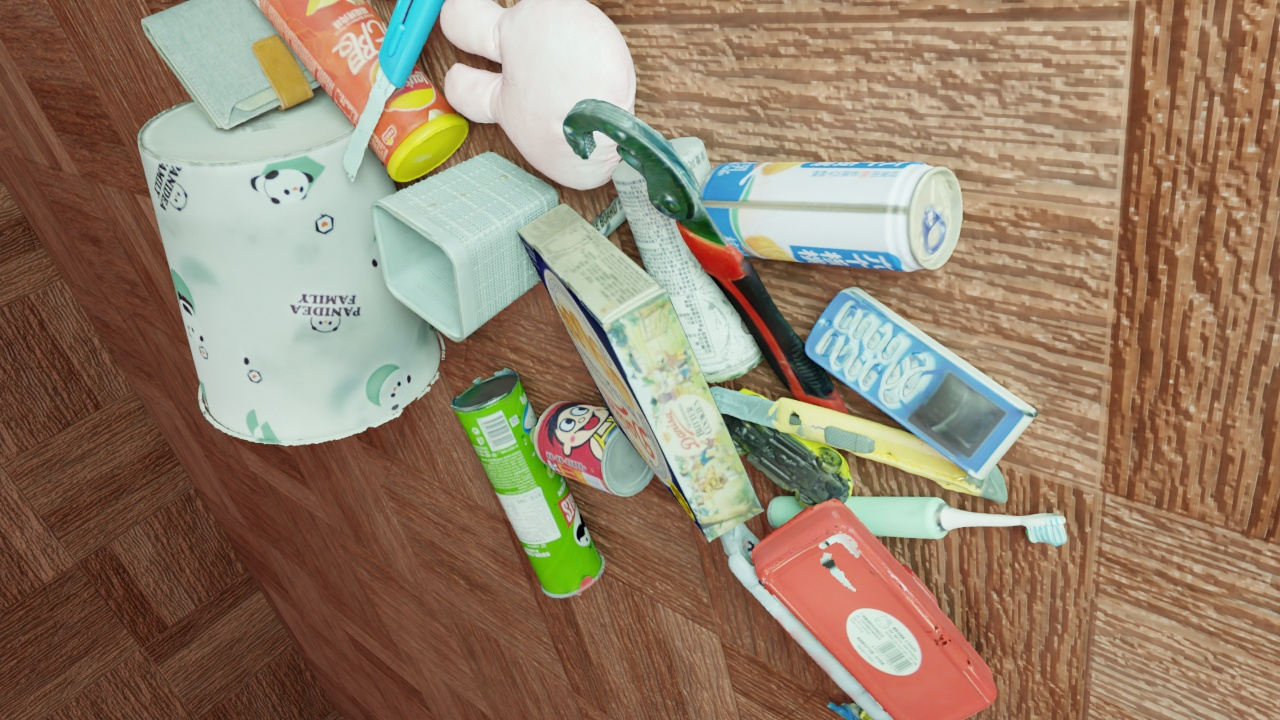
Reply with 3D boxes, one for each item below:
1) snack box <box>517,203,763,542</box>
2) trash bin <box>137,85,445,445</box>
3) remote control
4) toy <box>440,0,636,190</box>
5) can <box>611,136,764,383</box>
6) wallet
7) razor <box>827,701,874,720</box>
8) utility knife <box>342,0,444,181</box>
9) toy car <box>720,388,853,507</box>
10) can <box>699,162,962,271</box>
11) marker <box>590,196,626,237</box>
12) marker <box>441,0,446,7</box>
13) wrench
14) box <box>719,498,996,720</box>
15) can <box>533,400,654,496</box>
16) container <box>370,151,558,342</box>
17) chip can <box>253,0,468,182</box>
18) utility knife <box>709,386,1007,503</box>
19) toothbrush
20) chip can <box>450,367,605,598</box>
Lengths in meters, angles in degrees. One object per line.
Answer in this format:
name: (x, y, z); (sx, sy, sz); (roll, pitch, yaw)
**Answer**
snack box: (-0.004, 0.004, 0.608); (0.178, 0.045, 0.182); (47, 164, 57)
trash bin: (-0.307, -0.094, 0.813); (0.230, 0.228, 0.252); (26, 133, 34)
remote control: (0.154, 0.010, 0.514); (0.125, 0.024, 0.049); (39, 119, 17)
toy: (-0.066, -0.177, 0.581); (0.159, 0.054, 0.121); (31, 135, 25)
can: (0.032, -0.061, 0.571); (0.058, 0.058, 0.147); (8, 128, 47)
wallet: (-0.303, -0.249, 0.728); (0.106, 0.129, 0.037); (55, 152, -6)
razor: (0.216, 0.285, 0.717); (0.042, 0.022, 0.143); (39, 153, -32)
utility knife: (-0.161, -0.214, 0.622); (0.034, 0.018, 0.235); (45, 126, 10)
toy car: (0.101, 0.060, 0.627); (0.105, 0.032, 0.048); (38, 138, 18)
can: (0.095, -0.078, 0.483); (0.135, 0.053, 0.053); (12, 131, 44)
marker: (-0.024, -0.096, 0.642); (0.017, 0.016, 0.146); (53, 147, -3)
marker: (-0.150, -0.253, 0.642); (0.124, 0.018, 0.015); (25, 134, 36)
wrench: (0.052, -0.043, 0.522); (0.056, 0.016, 0.273); (4, 146, 48)
box: (0.147, 0.170, 0.648); (0.110, 0.100, 0.201); (-37, 110, 18)
can: (-0.038, 0.072, 0.776); (0.094, 0.066, 0.066); (13, 131, 44)
container: (-0.123, -0.089, 0.682); (0.090, 0.111, 0.090); (34, 143, 26)
chip can: (-0.225, -0.239, 0.697); (0.216, 0.073, 0.073); (50, 147, 1)
utility knife: (0.128, 0.046, 0.576); (0.202, 0.021, 0.031); (19, 119, 31)
toothbrush: (0.168, 0.102, 0.595); (0.225, 0.026, 0.027); (-11, 91, 53)
chip can: (-0.108, 0.125, 0.906); (0.072, 0.072, 0.236); (8, 128, 47)
